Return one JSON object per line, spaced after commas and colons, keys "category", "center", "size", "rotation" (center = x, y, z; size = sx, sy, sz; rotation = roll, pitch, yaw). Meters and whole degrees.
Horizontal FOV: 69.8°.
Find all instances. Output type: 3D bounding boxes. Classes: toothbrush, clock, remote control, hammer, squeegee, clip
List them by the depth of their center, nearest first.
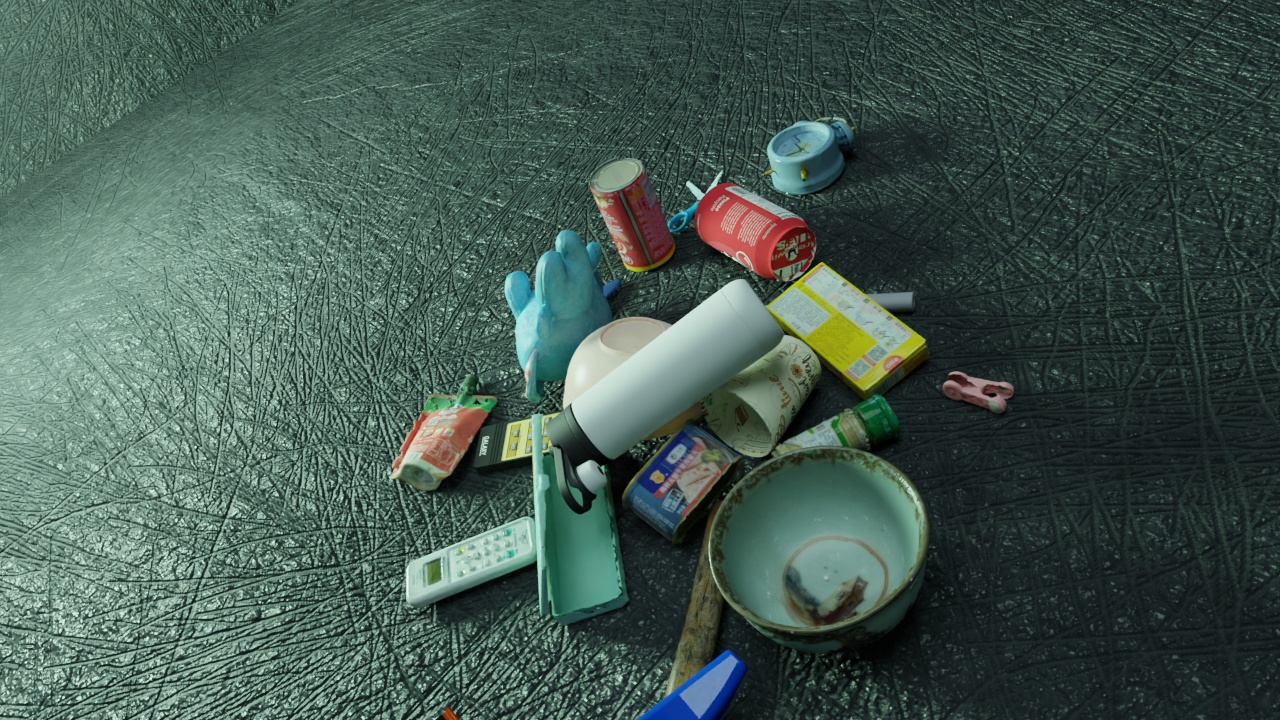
{"category": "squeegee", "center": [0.003, 0.270, 0.624], "size": [0.184, 0.055, 0.249], "rotation": [-42, 54, -14]}
{"category": "hammer", "center": [0.029, 0.247, 0.700], "size": [0.120, 0.033, 0.329], "rotation": [-4, 45, 25]}
{"category": "clip", "center": [0.293, 0.031, 0.798], "size": [0.060, 0.023, 0.043], "rotation": [0, 46, 20]}
{"category": "remote control", "center": [-0.156, 0.190, 0.857], "size": [0.133, 0.022, 0.050], "rotation": [-22, 42, 5]}
{"category": "toothbrush", "center": [0.184, -0.056, 0.942], "size": [0.188, 0.018, 0.019], "rotation": [-1, 53, 26]}
{"category": "remote control", "center": [-0.107, 0.081, 0.952], "size": [0.133, 0.013, 0.058], "rotation": [-14, 43, 14]}
{"category": "toothbrush", "center": [-0.066, -0.052, 1.066], "size": [0.021, 0.016, 0.132], "rotation": [22, 60, 38]}
{"category": "clock", "center": [0.205, -0.255, 1.111], "size": [0.089, 0.052, 0.124], "rotation": [18, 57, 40]}

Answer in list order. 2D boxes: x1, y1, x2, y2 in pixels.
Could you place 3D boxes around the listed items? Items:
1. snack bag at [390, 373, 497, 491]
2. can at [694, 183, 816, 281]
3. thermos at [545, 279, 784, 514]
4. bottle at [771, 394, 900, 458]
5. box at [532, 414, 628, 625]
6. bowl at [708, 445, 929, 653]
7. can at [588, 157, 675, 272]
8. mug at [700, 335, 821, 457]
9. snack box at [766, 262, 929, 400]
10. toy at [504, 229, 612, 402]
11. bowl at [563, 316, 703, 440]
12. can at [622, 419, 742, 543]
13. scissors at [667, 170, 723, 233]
{"category": "snack bag", "center": [-0.212, 0.070, 1.001], "size": [0.087, 0.044, 0.154], "rotation": [0, 43, 19]}
{"category": "can", "center": [0.124, -0.144, 1.020], "size": [0.074, 0.074, 0.142], "rotation": [-37, 42, -12]}
{"category": "thermos", "center": [0.020, 0.031, 0.793], "size": [0.230, 0.068, 0.101], "rotation": [-36, 43, 9]}
{"category": "bottle", "center": [0.170, 0.071, 0.802], "size": [0.110, 0.043, 0.042], "rotation": [-27, 41, 1]}
{"category": "box", "center": [-0.071, 0.131, 0.824], "size": [0.077, 0.091, 0.188], "rotation": [-20, 41, 9]}
{"category": "bowl", "center": [0.140, 0.154, 0.689], "size": [0.160, 0.094, 0.159], "rotation": [-14, 42, 13]}
{"category": "can", "center": [-0.008, -0.170, 1.076], "size": [0.067, 0.124, 0.066], "rotation": [-14, 43, 13]}
{"category": "mug", "center": [0.101, 0.017, 0.858], "size": [0.122, 0.081, 0.097], "rotation": [34, 59, 22]}
{"category": "snack box", "center": [0.197, -0.030, 0.885], "size": [0.075, 0.025, 0.152], "rotation": [-39, 48, -4]}
{"category": "toy", "center": [-0.091, -0.057, 0.960], "size": [0.115, 0.181, 0.182], "rotation": [17, 53, 20]}
{"category": "bowl", "center": [-0.005, 0.005, 0.901], "size": [0.153, 0.076, 0.152], "rotation": [-5, 32, 3]}
{"category": "can", "center": [0.038, 0.108, 0.810], "size": [0.059, 0.054, 0.099], "rotation": [36, 66, 21]}
{"category": "scissors", "center": [0.088, -0.199, 1.146], "size": [0.117, 0.014, 0.129], "rotation": [2, 44, 33]}
